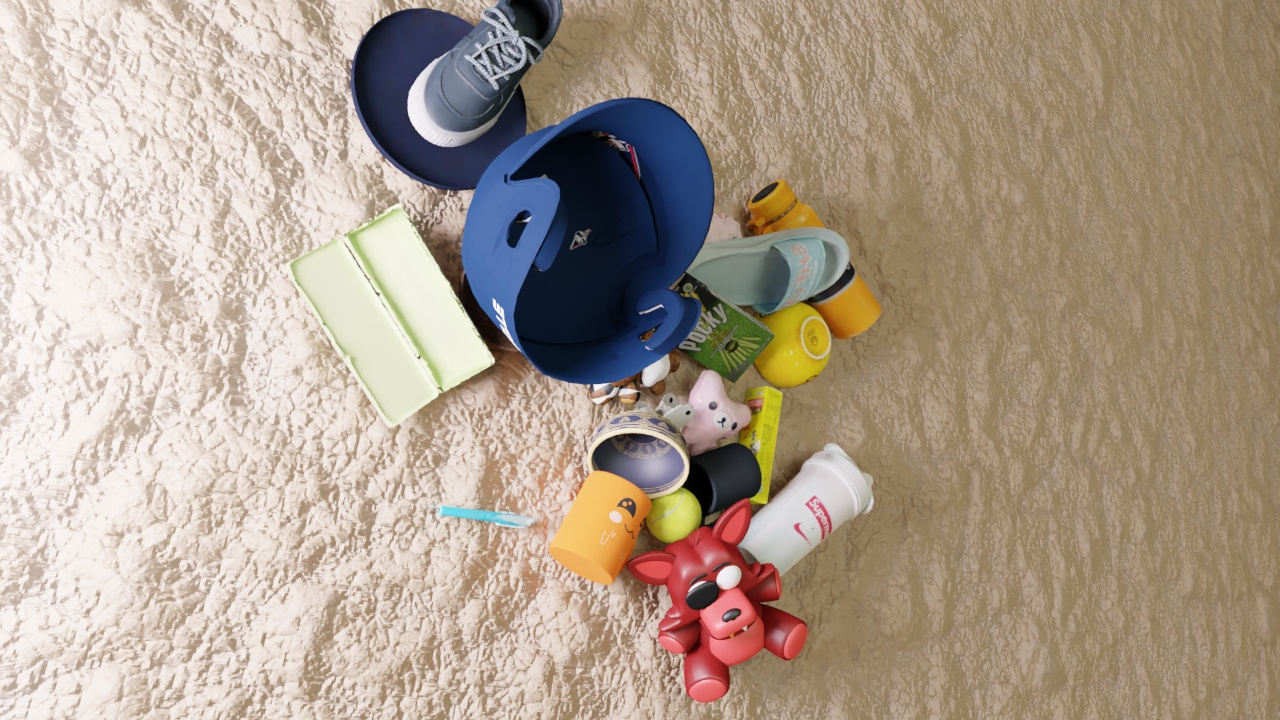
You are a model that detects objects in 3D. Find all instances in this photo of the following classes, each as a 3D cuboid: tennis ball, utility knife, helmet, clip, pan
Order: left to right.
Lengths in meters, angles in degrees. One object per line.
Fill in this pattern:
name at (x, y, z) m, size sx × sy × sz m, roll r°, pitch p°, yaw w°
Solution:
utility knife at (-0.167, 0.159, 0.939) m, size 0.123 × 0.022 × 0.015 m, roll 15°, pitch 80°, yaw -34°
pan at (-0.160, -0.227, 1.013) m, size 0.356 × 0.021 × 0.198 m, roll 43°, pitch 60°, yaw -21°
helmet at (-0.050, -0.134, 0.901) m, size 0.272 × 0.223 × 0.232 m, roll -46°, pitch 133°, yaw 11°
clip at (0.032, 0.065, 1.079) m, size 0.054 × 0.040 × 0.102 m, roll -43°, pitch 136°, yaw -10°
tennis ball at (0.038, 0.178, 1.058) m, size 0.065 × 0.065 × 0.065 m, roll 7°, pitch 78°, yaw -35°

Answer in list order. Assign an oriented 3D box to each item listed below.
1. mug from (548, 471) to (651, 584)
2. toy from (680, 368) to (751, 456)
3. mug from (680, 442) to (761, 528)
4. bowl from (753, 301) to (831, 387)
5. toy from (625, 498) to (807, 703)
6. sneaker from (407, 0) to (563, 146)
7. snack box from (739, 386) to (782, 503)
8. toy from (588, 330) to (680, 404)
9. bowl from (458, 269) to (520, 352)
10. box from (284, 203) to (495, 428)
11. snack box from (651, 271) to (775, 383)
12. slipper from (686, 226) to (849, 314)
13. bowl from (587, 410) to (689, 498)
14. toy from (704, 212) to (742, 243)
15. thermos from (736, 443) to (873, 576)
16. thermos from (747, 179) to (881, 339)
mug at (-0.037, 0.191, 1.003) m, size 0.095 × 0.078 × 0.113 m, roll -61°, pitch 143°, yaw -27°
toy at (0.085, 0.072, 1.121) m, size 0.095 × 0.053 × 0.099 m, roll -52°, pitch 122°, yaw -15°
mug at (0.093, 0.158, 1.107) m, size 0.077 × 0.071 × 0.105 m, roll -14°, pitch 117°, yaw -37°
bowl at (0.209, -0.025, 1.217) m, size 0.117 × 0.068 × 0.117 m, roll 7°, pitch 78°, yaw -35°
toy at (0.087, 0.268, 1.026) m, size 0.158 × 0.120 × 0.197 m, roll -25°, pitch 116°, yaw -7°
sneaker at (-0.152, -0.319, 0.967) m, size 0.089 × 0.088 × 0.235 m, roll 42°, pitch 60°, yaw -23°
snack box at (0.148, 0.108, 1.167) m, size 0.029 × 0.040 × 0.147 m, roll 22°, pitch 69°, yaw -32°
toy at (-0.006, 0.006, 1.063) m, size 0.112 × 0.067 × 0.087 m, roll -7°, pitch 86°, yaw -46°
bowl at (-0.147, -0.065, 0.988) m, size 0.117 × 0.030 × 0.117 m, roll 8°, pitch 77°, yaw -35°
box at (-0.244, -0.044, 0.909) m, size 0.140 × 0.047 × 0.188 m, roll -37°, pitch 104°, yaw -26°
snack box at (0.084, -0.039, 1.126) m, size 0.147 × 0.025 × 0.080 m, roll 30°, pitch 108°, yaw -28°
slipper at (0.156, -0.103, 1.152) m, size 0.245 × 0.104 × 0.074 m, roll -7°, pitch 43°, yaw -22°
bowl at (0.000, 0.096, 1.028) m, size 0.112 × 0.113 × 0.061 m, roll 39°, pitch 36°, yaw -24°
toy at (0.073, -0.154, 1.157) m, size 0.109 × 0.047 × 0.063 m, roll -12°, pitch 87°, yaw -25°
thermos at (0.204, 0.200, 1.162) m, size 0.219 × 0.100 × 0.099 m, roll -35°, pitch 102°, yaw -31°
thermos at (0.232, -0.133, 1.247) m, size 0.232 × 0.076 × 0.091 m, roll 50°, pitch 50°, yaw -19°
